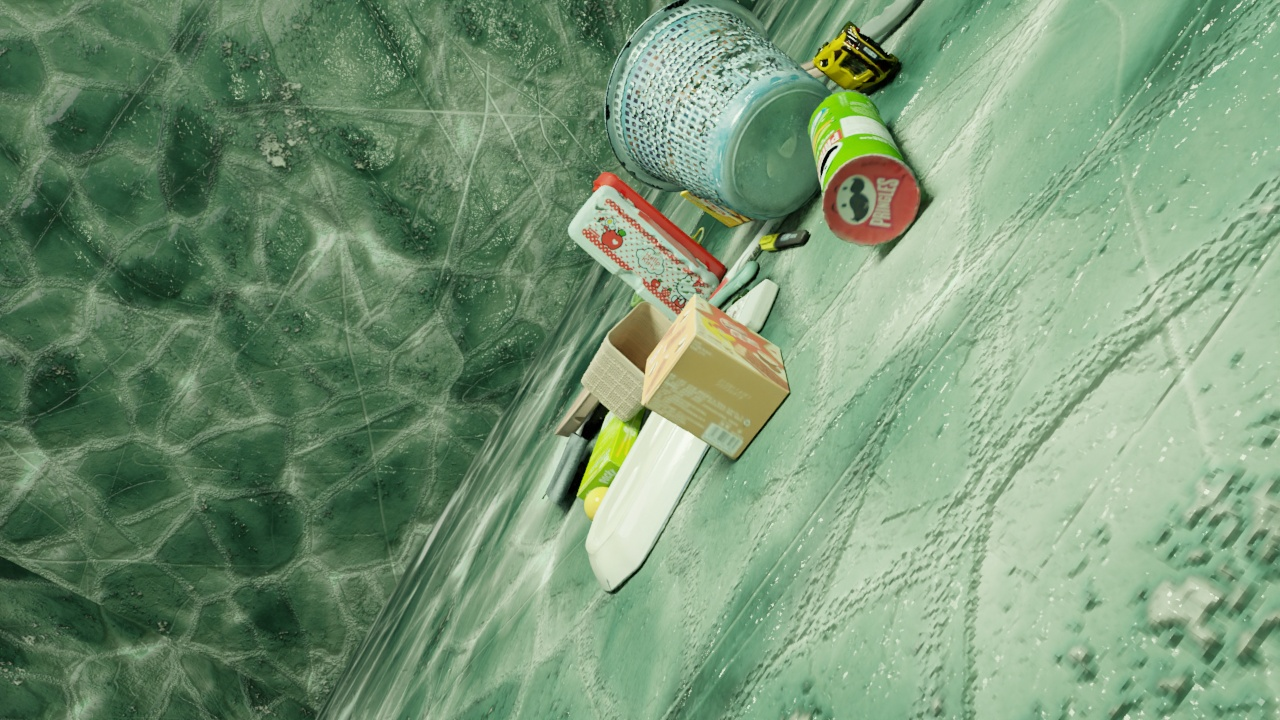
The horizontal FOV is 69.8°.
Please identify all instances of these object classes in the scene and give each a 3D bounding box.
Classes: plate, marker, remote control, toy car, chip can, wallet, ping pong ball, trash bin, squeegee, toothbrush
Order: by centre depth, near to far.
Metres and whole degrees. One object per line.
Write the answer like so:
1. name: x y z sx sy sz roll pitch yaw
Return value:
1. chip can: 0.184 -0.171 0.781 0.072 0.072 0.235 -54 11 27
2. plate: 0.016 0.100 0.907 0.265 0.034 0.162 -60 10 -6
3. remote control: 0.094 -0.035 0.961 0.058 0.021 0.150 -64 12 -27
4. marker: 0.151 -0.128 0.971 0.018 0.015 0.124 -62 12 -2
5. trash bin: 0.103 -0.254 0.990 0.227 0.226 0.195 -56 42 14
6. ping pong ball: -0.041 0.158 0.996 0.040 0.040 0.040 -56 10 16
7. toy car: 0.229 -0.323 1.003 0.041 0.071 0.156 -54 8 4
8. marker: 0.127 -0.122 1.067 0.145 0.017 0.017 -54 11 26
9. toothbrush: 0.082 -0.045 1.074 0.017 0.012 0.186 -57 8 -26
10. squeegee: 0.249 -0.380 1.108 0.247 0.040 0.250 -31 7 -32
11. wallet: -0.104 0.150 1.291 0.097 0.019 0.121 -66 10 -5
12. plate: -0.056 0.027 1.414 0.229 0.028 0.229 -54 4 5

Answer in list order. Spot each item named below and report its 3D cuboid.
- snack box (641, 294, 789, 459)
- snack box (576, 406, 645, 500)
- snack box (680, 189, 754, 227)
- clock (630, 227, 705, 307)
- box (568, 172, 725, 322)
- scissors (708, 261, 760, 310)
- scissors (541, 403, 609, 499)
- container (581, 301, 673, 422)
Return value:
1. snack box: 0.062 0.012 0.772 0.077 0.093 0.094 -55 11 22
2. snack box: -0.032 0.101 1.156 0.086 0.026 0.156 -51 12 37
3. snack box: 0.110 -0.219 1.228 0.033 0.087 0.140 -59 10 -1
4. clock: 0.048 -0.130 1.358 0.161 0.056 0.116 -56 11 19
5. box: 0.005 -0.139 1.161 0.100 0.201 0.102 -51 17 4
6. scissors: 0.074 -0.048 0.975 0.181 0.019 0.170 -50 4 9
7. scissors: -0.093 0.131 1.378 0.221 0.021 0.233 -58 11 6
8. container: -0.007 0.006 1.100 0.089 0.090 0.111 -46 -4 -39
